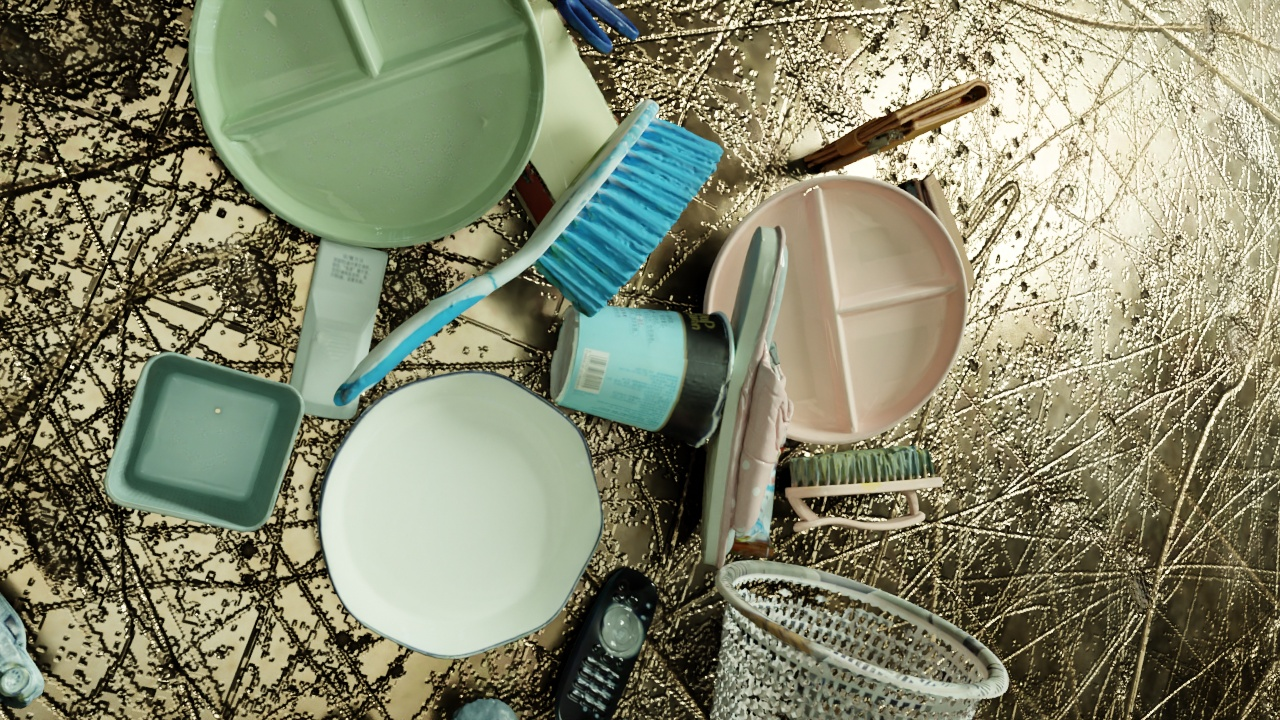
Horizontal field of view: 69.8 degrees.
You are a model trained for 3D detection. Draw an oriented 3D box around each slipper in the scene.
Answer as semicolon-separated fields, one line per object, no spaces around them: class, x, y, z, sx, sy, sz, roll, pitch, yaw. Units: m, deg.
slipper;0.090;0.031;0.723;0.054;0.114;0.274;9;96;-1

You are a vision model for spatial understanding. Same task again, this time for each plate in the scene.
plate;-0.179;-0.190;0.619;0.230;0.027;0.230;-3;113;-8
plate;-0.130;0.110;0.674;0.204;0.046;0.205;2;86;-24
plate;0.165;-0.042;0.784;0.229;0.028;0.229;-1;102;-6

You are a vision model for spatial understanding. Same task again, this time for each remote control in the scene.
remote control;-0.215;-0.021;0.652;0.049;0.024;0.125;12;82;-21
remote control;-0.028;0.228;0.719;0.053;0.024;0.136;36;57;-14

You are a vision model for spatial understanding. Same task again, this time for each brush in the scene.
brush;0.191;0.114;0.806;0.145;0.063;0.073;-1;84;-27
brush;-0.071;-0.064;0.644;0.109;0.061;0.314;41;78;-18

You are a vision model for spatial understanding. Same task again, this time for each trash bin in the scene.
trash bin;0.143;0.287;0.714;0.227;0.227;0.192;14;95;-23

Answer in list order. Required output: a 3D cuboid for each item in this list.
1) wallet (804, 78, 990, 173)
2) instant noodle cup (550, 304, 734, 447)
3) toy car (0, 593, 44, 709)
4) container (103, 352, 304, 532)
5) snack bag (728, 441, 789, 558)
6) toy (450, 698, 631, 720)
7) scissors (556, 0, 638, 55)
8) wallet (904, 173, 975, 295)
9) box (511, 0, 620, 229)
wallet;0.220;-0.200;0.798;0.107;0.132;0.031;-24;94;-23
instant noodle cup;-0.004;0.004;0.710;0.120;0.111;0.111;10;84;-15
toy car;-0.394;0.170;0.555;0.090;0.043;0.034;58;34;-7
container;-0.271;0.050;0.576;0.090;0.112;0.090;19;79;-23
snack bag;0.100;0.117;0.789;0.048;0.026;0.104;11;84;-16
toy;-0.148;0.317;0.642;0.355;0.092;0.137;4;59;-25
scissors;-0.060;-0.287;0.702;0.162;0.012;0.175;8;44;-51
wallet;0.275;-0.111;0.844;0.124;0.032;0.101;68;25;-6
box;-0.066;-0.182;0.697;0.091;0.077;0.168;-35;102;-21
